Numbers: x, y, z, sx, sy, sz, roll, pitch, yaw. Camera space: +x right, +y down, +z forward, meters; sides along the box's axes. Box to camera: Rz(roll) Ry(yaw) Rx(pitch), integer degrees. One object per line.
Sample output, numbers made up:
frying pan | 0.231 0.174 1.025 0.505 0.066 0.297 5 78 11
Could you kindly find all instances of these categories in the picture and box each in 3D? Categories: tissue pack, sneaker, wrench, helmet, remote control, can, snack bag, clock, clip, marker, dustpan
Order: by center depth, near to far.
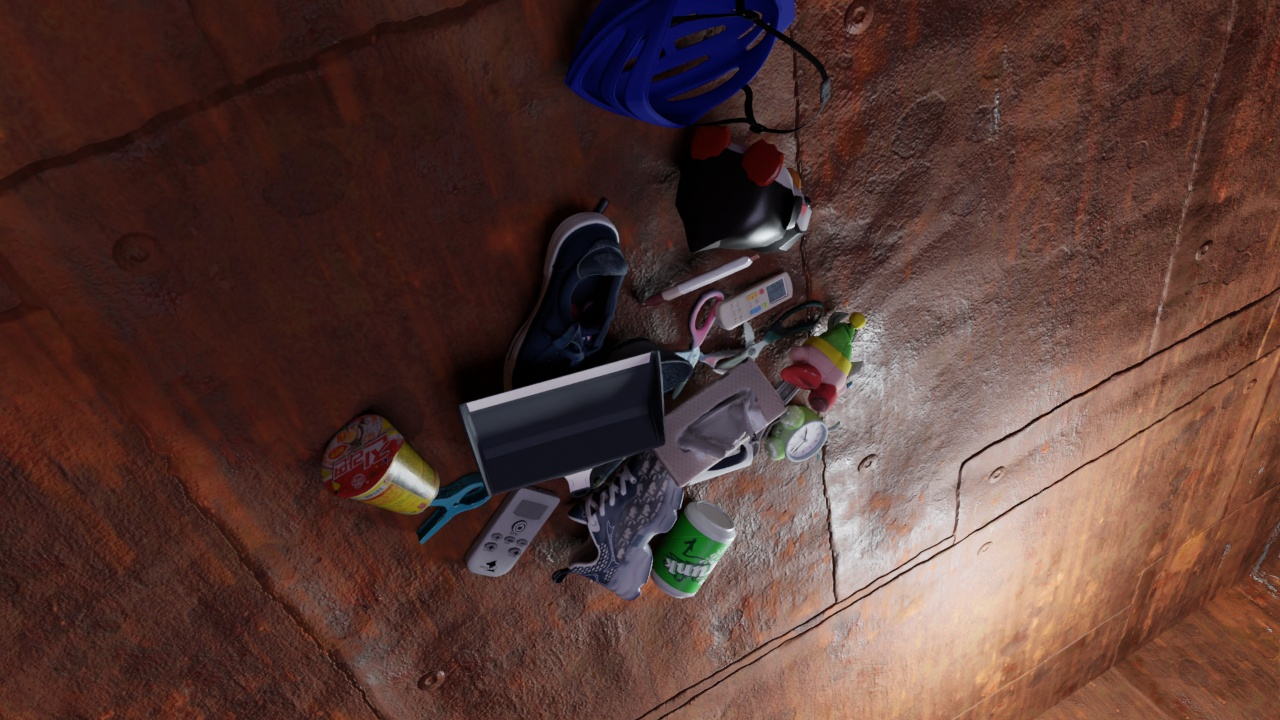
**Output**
helmet | 0.064 -0.287 0.883 0.241 0.227 0.148 -30 143 -12
sneaker | -0.082 -0.016 1.051 0.120 0.127 0.295 -3 136 -31
marker | -0.080 -0.123 1.063 0.011 0.011 0.152 23 108 -41
snack bag | 0.071 -0.097 1.122 0.158 0.013 0.057 -23 179 11
dustpan | -0.085 0.102 1.134 0.236 0.080 0.273 -15 161 -9
clip | -0.244 0.174 1.172 0.116 0.026 0.097 -25 135 -14
tissue pack | 0.102 0.084 1.214 0.181 0.104 0.071 -34 170 -8
remote control | 0.152 -0.080 1.219 0.125 0.018 0.038 -28 114 -25
remote control | -0.178 0.237 1.261 0.074 0.019 0.151 24 108 -41
sneaker | -0.033 0.210 1.289 0.132 0.103 0.270 13 109 -20
wrench | 0.220 0.039 1.355 0.070 0.010 0.273 39 97 -17
can | 0.079 0.291 1.416 0.087 0.088 0.140 18 112 -39
clock | 0.240 0.114 1.417 0.119 0.042 0.094 9 116 -37

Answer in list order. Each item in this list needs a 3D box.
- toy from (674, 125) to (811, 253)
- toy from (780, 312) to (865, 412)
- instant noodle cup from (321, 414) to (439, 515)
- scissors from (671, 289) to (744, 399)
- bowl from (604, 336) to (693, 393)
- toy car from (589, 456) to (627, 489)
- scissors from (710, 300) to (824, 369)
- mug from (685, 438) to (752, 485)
toy | 0.129 -0.173 1.074 0.183 0.159 0.140 12 106 -57
toy | 0.273 0.001 1.300 0.124 0.097 0.131 41 55 -20
instant noodle cup | -0.295 0.131 1.067 0.100 0.100 0.112 -40 144 0
scissors | 0.091 -0.016 1.247 0.176 0.013 0.171 7 117 -36
bowl | -0.007 0.007 1.160 0.137 0.057 0.137 -17 161 -6
toy car | -0.049 0.138 1.258 0.090 0.038 0.027 -46 169 7
scissors | 0.181 0.005 1.303 0.201 0.015 0.206 -22 130 -24
mug | 0.104 0.129 1.291 0.096 0.112 0.079 -16 104 -15
